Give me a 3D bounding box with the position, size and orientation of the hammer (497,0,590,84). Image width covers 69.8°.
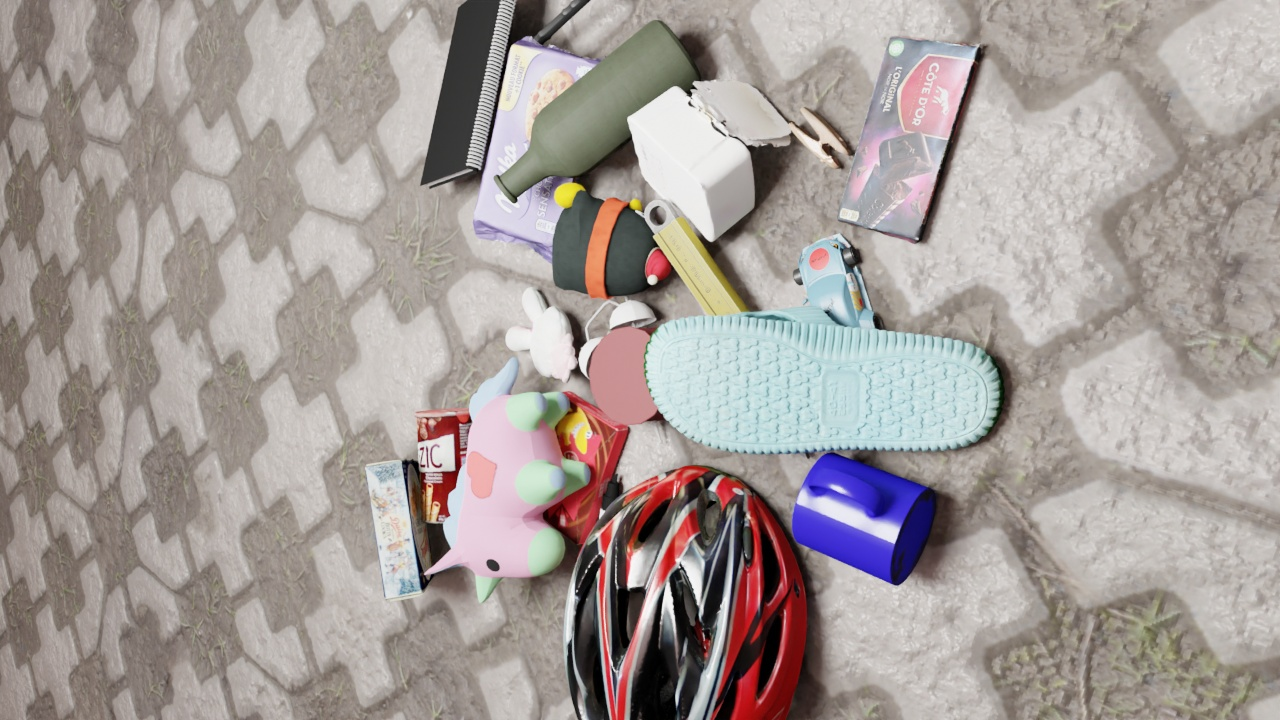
[{"bbox_3d":[-0.118,-0.311,0.945,0.326,0.094,0.015,-24,77,44],"label":"hammer"}]

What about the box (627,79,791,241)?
[{"bbox_3d":[0.073,-0.193,0.796,0.130,0.103,0.110,-40,65,-9],"label":"box"}]

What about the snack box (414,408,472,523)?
[{"bbox_3d":[-0.212,0.115,1.017,0.072,0.072,0.121,-2,91,37],"label":"snack box"}]

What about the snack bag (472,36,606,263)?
[{"bbox_3d":[-0.099,-0.208,0.914,0.096,0.058,0.205,17,103,4],"label":"snack bag"}]

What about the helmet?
[{"bbox_3d":[0.029,0.225,0.803,0.218,0.166,0.271,-1,79,34],"label":"helmet"}]

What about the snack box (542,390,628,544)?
[{"bbox_3d":[-0.069,0.109,0.941,0.089,0.021,0.133,29,108,33],"label":"snack box"}]

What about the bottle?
[{"bbox_3d":[-0.045,-0.219,0.838,0.207,0.071,0.071,-37,69,8],"label":"bottle"}]

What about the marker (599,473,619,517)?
[{"bbox_3d":[-0.035,0.183,0.920,0.019,0.019,0.145,14,100,36],"label":"marker"}]

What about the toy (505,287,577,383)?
[{"bbox_3d":[-0.094,-0.020,0.942,0.125,0.037,0.076,39,119,44],"label":"toy"}]

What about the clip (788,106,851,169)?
[{"bbox_3d":[0.149,-0.185,0.768,0.062,0.025,0.047,21,108,27],"label":"clip"}]

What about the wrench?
[{"bbox_3d":[0.087,-0.032,0.795,0.084,0.018,0.273,-39,79,30],"label":"wrench"}]

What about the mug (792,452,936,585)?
[{"bbox_3d":[0.169,0.115,0.709,0.084,0.111,0.079,19,71,35],"label":"mug"}]

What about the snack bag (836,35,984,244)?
[{"bbox_3d":[0.210,-0.175,0.725,0.075,0.018,0.155,22,103,35],"label":"snack bag"}]

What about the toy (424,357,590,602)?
[{"bbox_3d":[-0.138,0.119,0.917,0.171,0.120,0.222,-22,79,27],"label":"toy"}]

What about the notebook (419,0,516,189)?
[{"bbox_3d":[-0.180,-0.289,0.957,0.149,0.016,0.206,5,83,58],"label":"notebook"}]

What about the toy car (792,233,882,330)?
[{"bbox_3d":[0.159,-0.051,0.760,0.060,0.027,0.107,-22,79,35],"label":"toy car"}]

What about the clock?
[{"bbox_3d":[-0.005,0.005,0.872,0.096,0.048,0.137,-48,65,28],"label":"clock"}]

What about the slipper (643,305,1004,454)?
[{"bbox_3d":[0.140,0.017,0.728,0.276,0.069,0.116,3,101,11],"label":"slipper"}]

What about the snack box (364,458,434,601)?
[{"bbox_3d":[-0.267,0.184,1.026,0.144,0.042,0.145,141,119,-80],"label":"snack box"}]

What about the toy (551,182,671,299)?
[{"bbox_3d":[-0.024,-0.104,0.859,0.119,0.097,0.099,13,88,13],"label":"toy"}]
